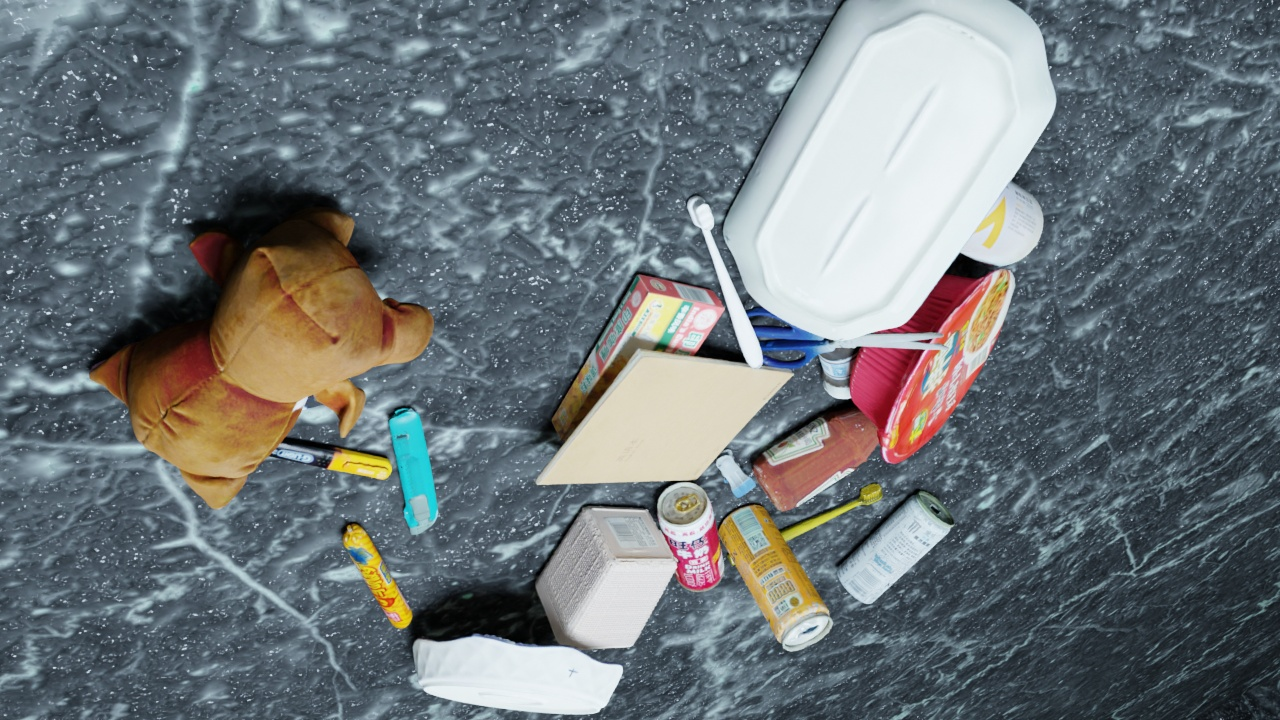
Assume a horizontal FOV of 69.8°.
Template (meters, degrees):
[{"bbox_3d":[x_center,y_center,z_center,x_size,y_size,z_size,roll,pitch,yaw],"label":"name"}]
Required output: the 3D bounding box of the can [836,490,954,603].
[{"bbox_3d":[0.302,0.224,1.094,0.058,0.058,0.147,19,120,-39],"label":"can"}]

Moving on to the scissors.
[{"bbox_3d":[0.153,-0.024,0.729,0.125,0.012,0.174,37,147,-19],"label":"scissors"}]

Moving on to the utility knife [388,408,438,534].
[{"bbox_3d":[-0.183,0.094,0.742,0.029,0.012,0.151,-15,136,-18],"label":"utility knife"}]

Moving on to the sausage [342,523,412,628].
[{"bbox_3d":[-0.229,0.192,0.805,0.021,0.021,0.165,-20,137,-10],"label":"sausage"}]

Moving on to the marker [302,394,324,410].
[{"bbox_3d":[-0.268,0.038,0.639,0.130,0.018,0.023,-18,146,-12],"label":"marker"}]

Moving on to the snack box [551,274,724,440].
[{"bbox_3d":[-0.004,0.004,0.741,0.077,0.027,0.156,8,126,-36],"label":"snack box"}]

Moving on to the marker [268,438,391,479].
[{"bbox_3d":[-0.244,0.071,0.686,0.123,0.015,0.018,19,115,-38],"label":"marker"}]

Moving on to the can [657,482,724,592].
[{"bbox_3d":[0.051,0.178,0.916,0.053,0.053,0.133,-23,139,-7],"label":"can"}]

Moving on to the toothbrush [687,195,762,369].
[{"bbox_3d":[0.071,-0.054,0.717,0.016,0.016,0.180,-31,131,-5],"label":"toothbrush"}]

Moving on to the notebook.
[{"bbox_3d":[0.026,0.054,0.785,0.211,0.012,0.150,7,130,-49],"label":"notebook"}]

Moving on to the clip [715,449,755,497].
[{"bbox_3d":[0.089,0.107,0.899,0.027,0.045,0.058,-32,132,5],"label":"clip"}]

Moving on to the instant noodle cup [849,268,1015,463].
[{"bbox_3d":[0.247,-0.006,0.807,0.193,0.066,0.194,-35,144,-30],"label":"instant noodle cup"}]

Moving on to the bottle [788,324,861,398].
[{"bbox_3d":[0.165,-0.037,0.782,0.080,0.044,0.195,-25,139,-2],"label":"bottle"}]

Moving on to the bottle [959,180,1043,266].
[{"bbox_3d":[0.240,-0.128,0.714,0.189,0.068,0.068,16,121,-37],"label":"bottle"}]

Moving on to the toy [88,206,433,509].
[{"bbox_3d":[-0.233,-0.002,0.560,0.200,0.140,0.130,-39,178,13],"label":"toy"}]

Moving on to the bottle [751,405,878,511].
[{"bbox_3d":[0.207,0.071,0.897,0.206,0.059,0.060,-33,138,1],"label":"bottle"}]

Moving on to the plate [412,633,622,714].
[{"bbox_3d":[-0.121,0.306,0.884,0.205,0.045,0.205,5,154,2],"label":"plate"}]

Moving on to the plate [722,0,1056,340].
[{"bbox_3d":[0.164,-0.126,0.633,0.162,0.034,0.266,29,120,-1],"label":"plate"}]

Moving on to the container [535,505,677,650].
[{"bbox_3d":[-0.031,0.204,0.876,0.089,0.090,0.111,9,123,-34],"label":"container"}]

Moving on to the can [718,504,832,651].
[{"bbox_3d":[0.135,0.218,0.933,0.058,0.146,0.058,-15,136,-16],"label":"can"}]

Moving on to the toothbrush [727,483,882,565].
[{"bbox_3d":[0.184,0.181,1.022,0.190,0.015,0.017,-23,133,-7],"label":"toothbrush"}]
